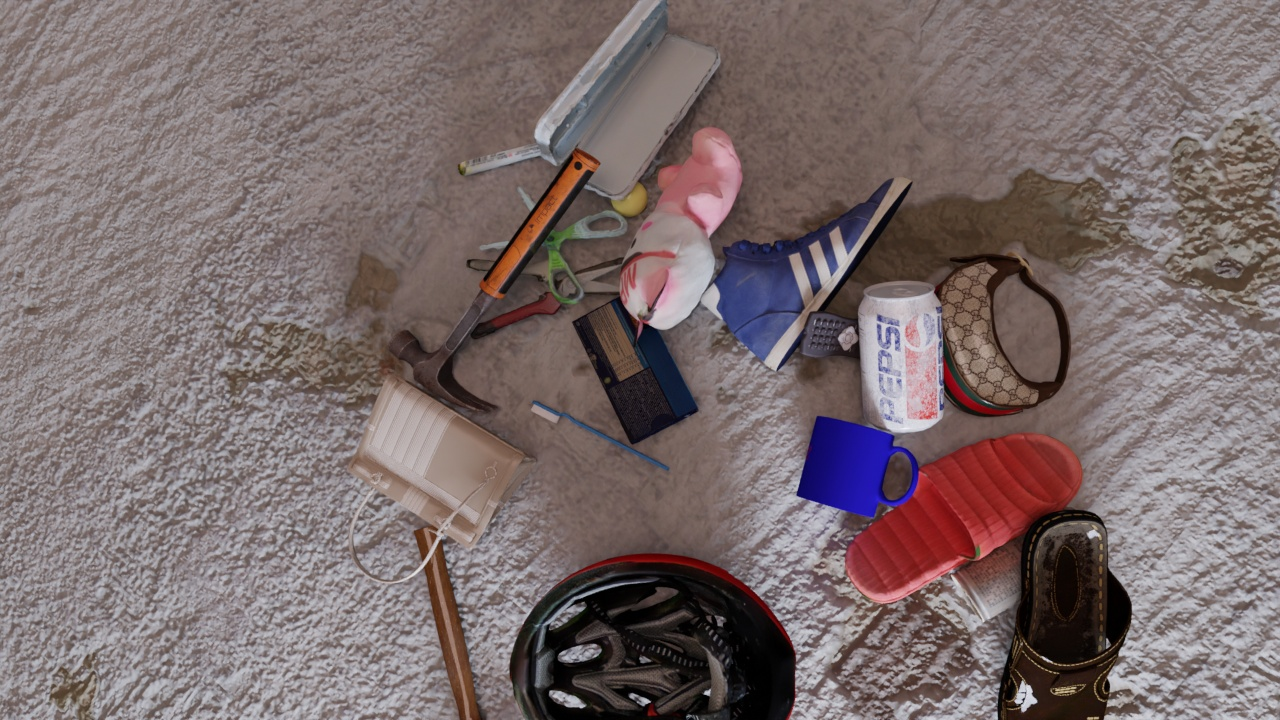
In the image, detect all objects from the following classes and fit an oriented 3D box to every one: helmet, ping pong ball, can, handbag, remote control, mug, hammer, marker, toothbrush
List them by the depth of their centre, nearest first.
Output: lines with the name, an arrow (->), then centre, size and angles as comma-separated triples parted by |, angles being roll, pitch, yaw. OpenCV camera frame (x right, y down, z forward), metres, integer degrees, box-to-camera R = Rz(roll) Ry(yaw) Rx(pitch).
helmet -> 0.012, 0.295, 0.886 | 0.272, 0.167, 0.217 | 0, 84, 9
can -> 0.377, 0.197, 0.894 | 0.136, 0.054, 0.054 | -33, 80, 5
can -> 0.256, -0.004, 0.901 | 0.078, 0.078, 0.136 | -5, 108, 8
mug -> 0.219, 0.109, 0.911 | 0.111, 0.079, 0.083 | 13, 86, 29
handbag -> 0.361, -0.029, 0.926 | 0.138, 0.063, 0.166 | -12, 78, -9
remote control -> 0.215, -0.023, 0.928 | 0.124, 0.009, 0.046 | 5, 104, -28
hammer -> -0.137, -0.083, 0.973 | 0.138, 0.035, 0.315 | 42, 109, 8
hammer -> -0.192, 0.337, 0.984 | 0.115, 0.033, 0.322 | -17, 81, 9
handbag -> -0.241, 0.145, 0.988 | 0.176, 0.062, 0.198 | 30, 85, 11
toothbrush -> -0.045, 0.084, 0.993 | 0.167, 0.016, 0.014 | 26, 89, 10
ping pong ball -> -0.012, -0.177, 1.002 | 0.040, 0.040, 0.040 | -1, 84, 9
marker -> -0.136, -0.234, 1.040 | 0.146, 0.017, 0.017 | -12, 82, 8

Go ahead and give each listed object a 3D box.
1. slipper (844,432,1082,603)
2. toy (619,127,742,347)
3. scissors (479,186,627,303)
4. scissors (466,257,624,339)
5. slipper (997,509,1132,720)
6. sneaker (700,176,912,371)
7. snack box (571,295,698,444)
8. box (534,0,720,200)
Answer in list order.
slipper -> 0.306, 0.146, 0.895 | 0.249, 0.059, 0.103 | -33, 57, 9
toy -> 0.038, -0.123, 0.934 | 0.084, 0.142, 0.212 | 27, 69, -14
scissors -> -0.092, -0.135, 1.008 | 0.168, 0.023, 0.171 | -32, 66, 7
scissors -> -0.115, -0.078, 1.011 | 0.179, 0.015, 0.187 | 39, 93, 19
slipper -> 0.391, 0.268, 0.845 | 0.113, 0.075, 0.268 | 0, 104, -2
sneaker -> 0.161, -0.117, 0.949 | 0.118, 0.091, 0.233 | 37, 99, 13
snack box -> -0.006, 0.006, 0.989 | 0.082, 0.027, 0.150 | -26, 80, 3
box -> 0.000, -0.272, 0.981 | 0.124, 0.106, 0.215 | 38, 86, 3
